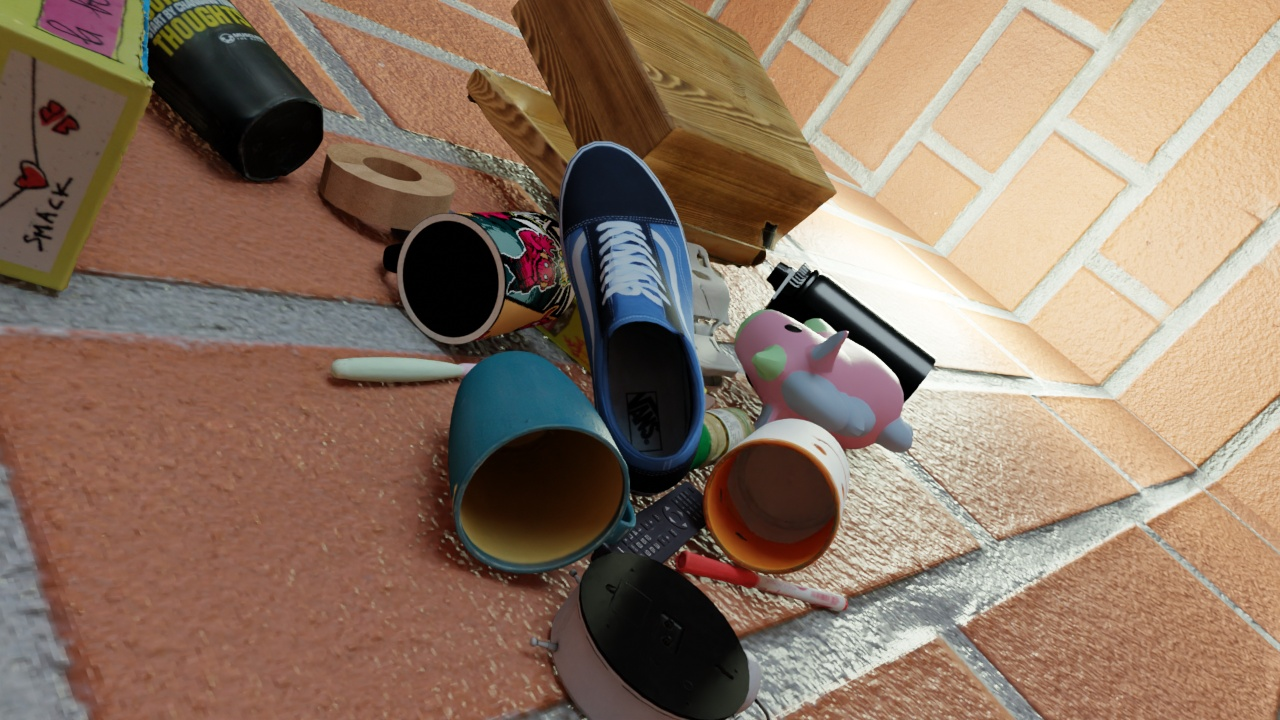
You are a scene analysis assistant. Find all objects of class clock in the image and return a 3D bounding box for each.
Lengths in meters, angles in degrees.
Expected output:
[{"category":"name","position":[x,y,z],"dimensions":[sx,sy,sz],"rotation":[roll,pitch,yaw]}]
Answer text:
[{"category":"clock","position":[0.013,0.145,0.435],"dimensions":[0.122,0.035,0.094],"rotation":[37,22,0]}]

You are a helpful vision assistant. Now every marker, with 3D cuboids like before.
[{"category":"marker","position":[0.079,0.139,0.574],"dimensions":[0.142,0.013,0.012],"rotation":[22,26,-31]}]

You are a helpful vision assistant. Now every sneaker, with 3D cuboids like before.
[{"category":"sneaker","position":[0.001,-0.042,0.565],"dimensions":[0.083,0.098,0.241],"rotation":[-5,72,-11]}]

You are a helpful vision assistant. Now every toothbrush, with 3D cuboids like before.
[{"category":"toothbrush","position":[-0.120,0.005,0.549],"dimensions":[0.022,0.015,0.154],"rotation":[8,5,33]}]

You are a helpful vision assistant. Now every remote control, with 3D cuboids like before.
[{"category":"remote control","position":[0.012,0.102,0.547],"dimensions":[0.032,0.015,0.136],"rotation":[42,20,13]}]

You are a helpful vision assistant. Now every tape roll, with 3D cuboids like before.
[{"category":"tape roll","position":[-0.186,-0.128,0.674],"dimensions":[0.094,0.027,0.093],"rotation":[19,23,-9]}]

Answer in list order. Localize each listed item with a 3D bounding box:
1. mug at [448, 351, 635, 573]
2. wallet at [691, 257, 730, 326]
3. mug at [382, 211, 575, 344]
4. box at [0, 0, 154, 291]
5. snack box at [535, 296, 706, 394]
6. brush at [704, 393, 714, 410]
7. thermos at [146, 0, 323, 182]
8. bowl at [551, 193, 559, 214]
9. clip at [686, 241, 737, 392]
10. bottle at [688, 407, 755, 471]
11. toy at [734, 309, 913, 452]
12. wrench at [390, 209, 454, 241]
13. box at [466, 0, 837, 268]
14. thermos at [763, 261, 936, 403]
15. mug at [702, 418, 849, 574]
[{"category":"mug","position":[-0.049,0.052,0.478],"dimensions":[0.112,0.084,0.104],"rotation":[38,10,-30]},{"category":"wallet","position":[0.047,-0.077,0.924],"dimensions":[0.115,0.038,0.118],"rotation":[36,26,1]},{"category":"mug","position":[-0.115,-0.062,0.621],"dimensions":[0.118,0.082,0.098],"rotation":[14,15,22]},{"category":"box","position":[-0.300,-0.148,0.454],"dimensions":[0.079,0.125,0.220],"rotation":[19,29,-40]},{"category":"snack box","position":[-0.020,-0.007,0.682],"dimensions":[0.148,0.040,0.028],"rotation":[40,22,9]},{"category":"brush","position":[-0.004,0.004,0.724],"dimensions":[0.136,0.015,0.049],"rotation":[35,22,13]},{"category":"thermos","position":[-0.311,-0.220,0.627],"dimensions":[0.221,0.098,0.098],"rotation":[44,24,11]},{"category":"bowl","position":[-0.045,-0.143,0.910],"dimensions":[0.114,0.045,0.114],"rotation":[30,23,-14]},{"category":"clip","position":[0.022,-0.035,0.793],"dimensions":[0.126,0.102,0.152],"rotation":[5,69,-48]},{"category":"bottle","position":[0.043,0.056,0.648],"dimensions":[0.043,0.043,0.110],"rotation":[46,22,22]},{"category":"toy","position":[0.171,0.030,0.809],"dimensions":[0.222,0.120,0.171],"rotation":[33,17,-18]},{"category":"wrench","position":[-0.083,-0.080,0.762],"dimensions":[0.273,0.022,0.073],"rotation":[13,31,-43]},{"category":"box","position":[0.017,-0.211,0.898],"dimensions":[0.278,0.193,0.251],"rotation":[6,51,-51]},{"category":"thermos","position":[0.219,-0.031,1.016],"dimensions":[0.198,0.086,0.086],"rotation":[39,22,6]},{"category":"mug","position":[0.091,0.084,0.593],"dimensions":[0.082,0.082,0.105],"rotation":[40,14,10]}]
